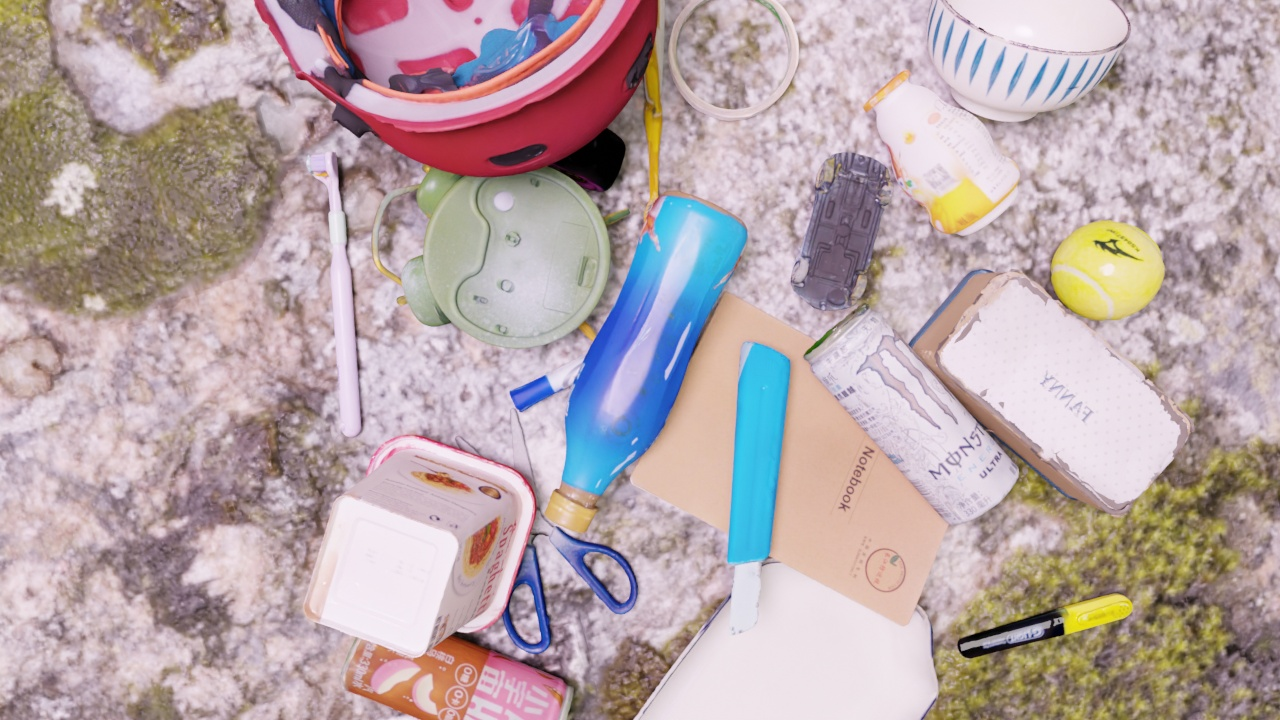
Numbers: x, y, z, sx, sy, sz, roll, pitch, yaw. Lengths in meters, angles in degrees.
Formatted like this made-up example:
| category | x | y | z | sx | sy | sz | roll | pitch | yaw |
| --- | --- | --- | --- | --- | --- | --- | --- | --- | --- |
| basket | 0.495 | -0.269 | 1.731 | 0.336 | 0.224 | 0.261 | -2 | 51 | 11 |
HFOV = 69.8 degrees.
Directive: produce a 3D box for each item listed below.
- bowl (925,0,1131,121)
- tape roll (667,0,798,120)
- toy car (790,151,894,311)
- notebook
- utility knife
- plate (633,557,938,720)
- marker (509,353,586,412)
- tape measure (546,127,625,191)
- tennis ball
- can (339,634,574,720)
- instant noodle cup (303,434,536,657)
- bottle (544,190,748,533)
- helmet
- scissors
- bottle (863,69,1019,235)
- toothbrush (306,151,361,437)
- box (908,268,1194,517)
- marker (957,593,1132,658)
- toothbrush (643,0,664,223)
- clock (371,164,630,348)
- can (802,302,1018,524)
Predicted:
| category | x | y | z | sx | sy | sz | roll | pitch | yaw |
| --- | --- | --- | --- | --- | --- | --- | --- | --- | --- |
| bowl | 0.233 | -0.194 | 0.576 | 0.116 | 0.116 | 0.066 | 6 | 138 | -2 |
| tape roll | 0.061 | -0.204 | 0.607 | 0.086 | 0.014 | 0.086 | 0 | 95 | -1 |
| toy car | 0.132 | -0.084 | 0.610 | 0.049 | 0.031 | 0.105 | 15 | 93 | -2 |
| notebook | 0.116 | 0.064 | 0.613 | 0.207 | 0.008 | 0.147 | 28 | 76 | -3 |
| utility knife | 0.072 | 0.081 | 0.588 | 0.034 | 0.018 | 0.187 | 6 | 78 | 3 |
| plate | 0.086 | 0.251 | 0.634 | 0.162 | 0.034 | 0.266 | 35 | 93 | -3 |
| marker | -0.021 | -0.005 | 0.620 | 0.146 | 0.017 | 0.017 | -27 | 95 | 1 |
| tape measure | -0.039 | -0.136 | 0.588 | 0.057 | 0.057 | 0.039 | 23 | 90 | 39 |
| tennis ball | 0.304 | -0.058 | 0.599 | 0.065 | 0.065 | 0.065 | 0 | 94 | -2 |
| can | -0.122 | 0.218 | 0.615 | 0.147 | 0.058 | 0.058 | 23 | 93 | -3 |
| instant noodle cup | -0.138 | 0.117 | 0.567 | 0.116 | 0.124 | 0.116 | 18 | 95 | 4 |
| bottle | -0.003 | 0.003 | 0.577 | 0.065 | 0.065 | 0.218 | 25 | 90 | -3 |
| helmet | -0.083 | -0.192 | 0.523 | 0.207 | 0.144 | 0.240 | -39 | 66 | 0 |
| scissors | -0.073 | 0.125 | 0.632 | 0.163 | 0.012 | 0.161 | 27 | 93 | -2 |
| bottle | 0.191 | -0.135 | 0.591 | 0.063 | 0.063 | 0.108 | -41 | 95 | 2 |
| toothbrush | -0.202 | -0.042 | 0.611 | 0.021 | 0.029 | 0.189 | -9 | 97 | -39 |
| box | 0.264 | 0.016 | 0.609 | 0.184 | 0.061 | 0.090 | 42 | 92 | -2 |
| marker | 0.283 | 0.187 | 0.644 | 0.124 | 0.015 | 0.018 | -16 | 92 | 1 |
| toothbrush | 0.009 | -0.170 | 0.606 | 0.016 | 0.018 | 0.191 | -1 | 95 | -3 |
| clock | -0.094 | -0.070 | 0.593 | 0.161 | 0.056 | 0.116 | 12 | 94 | -3 |
| can | 0.174 | 0.035 | 0.593 | 0.058 | 0.058 | 0.146 | -41 | 88 | 2 |
